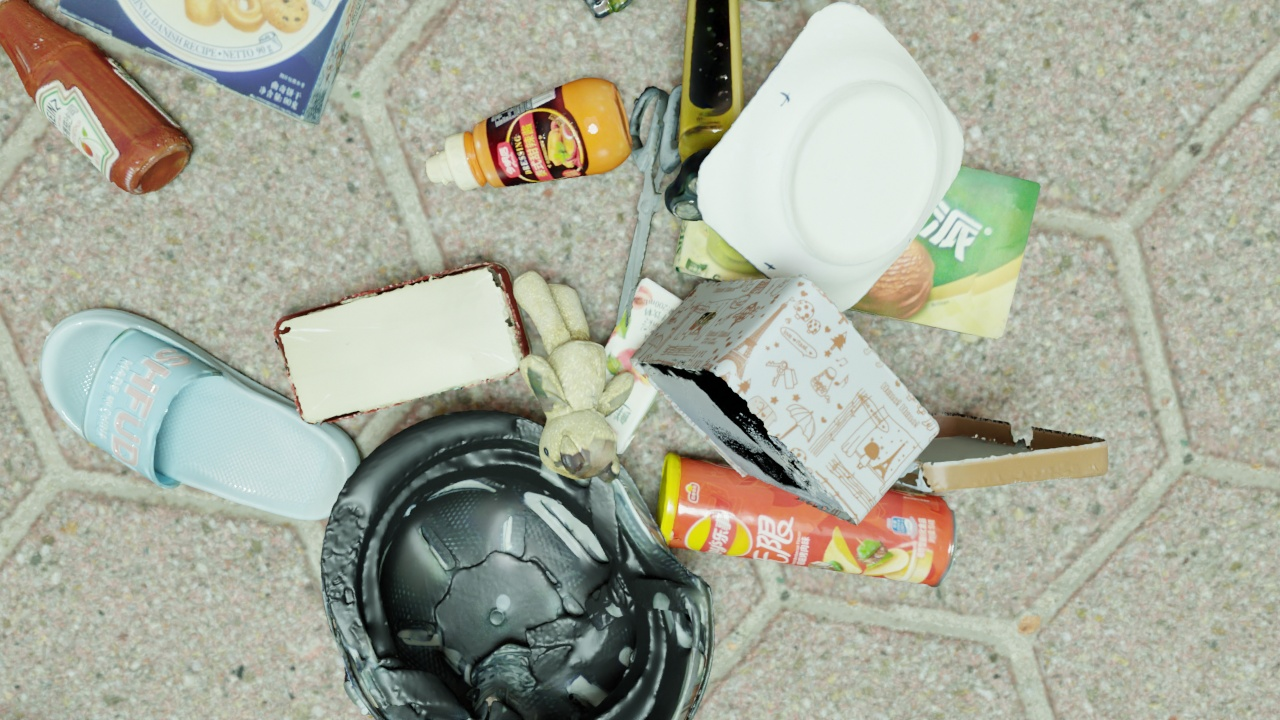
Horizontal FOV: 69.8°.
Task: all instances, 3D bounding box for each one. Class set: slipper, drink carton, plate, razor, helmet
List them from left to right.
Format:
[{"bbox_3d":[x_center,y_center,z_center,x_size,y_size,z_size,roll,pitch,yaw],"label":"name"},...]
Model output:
[{"bbox_3d":[-0.328,0.051,0.676,0.245,0.074,0.104,26,98,-5],"label":"slipper"},{"bbox_3d":[-0.089,0.179,0.649,0.274,0.157,0.229,41,63,7],"label":"helmet"},{"bbox_3d":[-0.004,0.004,0.684,0.053,0.045,0.122,30,95,5],"label":"drink carton"},{"bbox_3d":[0.046,-0.175,0.592,0.062,0.067,0.167,0,89,12],"label":"razor"},{"bbox_3d":[0.132,-0.118,0.576,0.163,0.034,0.164,35,93,-31],"label":"plate"}]

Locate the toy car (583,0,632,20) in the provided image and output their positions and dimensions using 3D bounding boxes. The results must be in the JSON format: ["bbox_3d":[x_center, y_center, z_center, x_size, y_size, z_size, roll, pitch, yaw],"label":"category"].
[{"bbox_3d":[-0.003,-0.280,0.647,0.090,0.035,0.042,-34,99,4],"label":"toy car"}]

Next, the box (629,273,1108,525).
[{"bbox_3d":[0.137,0.039,0.596,0.273,0.179,0.126,21,87,-17],"label":"box"}]

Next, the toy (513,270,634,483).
[{"bbox_3d":[-0.053,0.009,0.624,0.066,0.105,0.157,-29,61,25],"label":"toy"}]

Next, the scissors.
[{"bbox_3d":[0.011,-0.111,0.648,0.136,0.014,0.174,-31,61,37],"label":"scissors"}]

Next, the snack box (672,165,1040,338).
[{"bbox_3d":[0.150,-0.094,0.661,0.240,0.063,0.114,12,96,-1],"label":"snack box"}]

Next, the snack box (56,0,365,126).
[{"bbox_3d":[-0.282,-0.286,0.640,0.178,0.045,0.182,23,98,-4],"label":"snack box"}]

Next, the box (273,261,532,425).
[{"bbox_3d":[-0.169,-0.011,0.664,0.168,0.079,0.091,-15,97,2],"label":"box"}]

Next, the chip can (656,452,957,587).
[{"bbox_3d":[0.120,0.121,0.690,0.216,0.073,0.073,10,98,-2],"label":"chip can"}]

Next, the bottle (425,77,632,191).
[{"bbox_3d":[-0.083,-0.154,0.656,0.149,0.066,0.067,-13,98,9],"label":"bottle"}]

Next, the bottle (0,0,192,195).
[{"bbox_3d":[-0.410,-0.208,0.644,0.060,0.059,0.206,-43,96,5],"label":"bottle"}]
